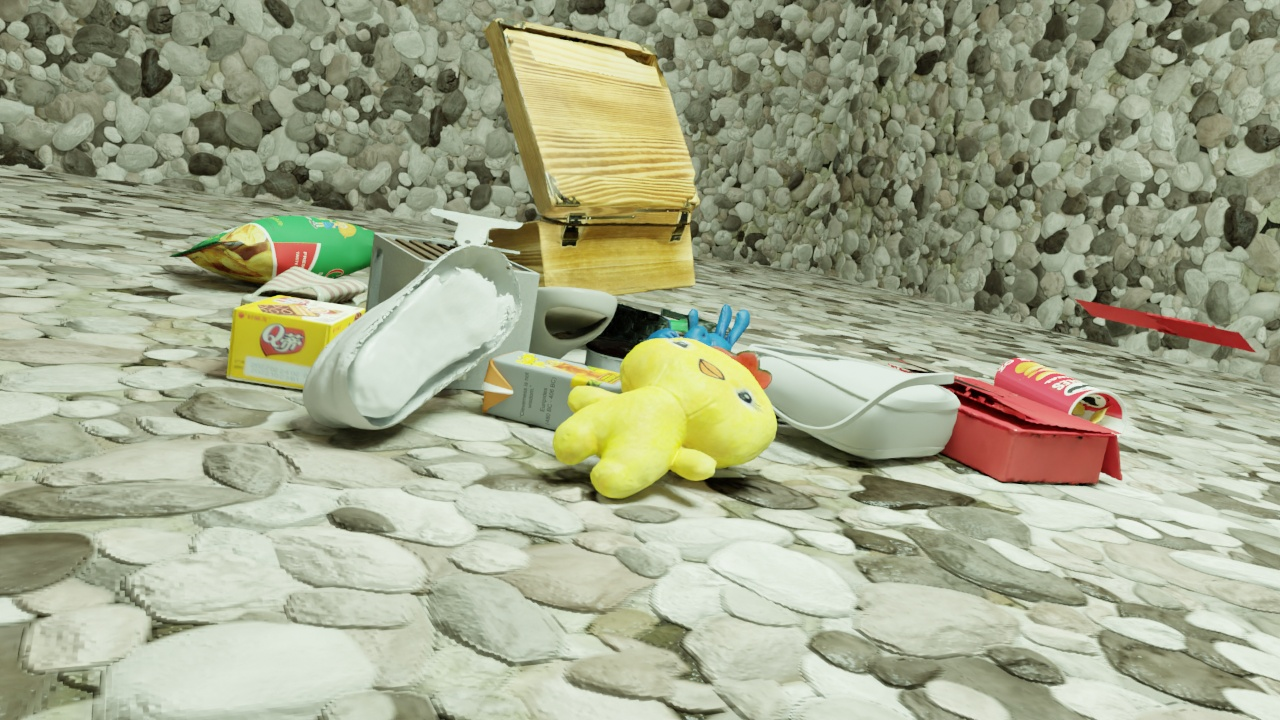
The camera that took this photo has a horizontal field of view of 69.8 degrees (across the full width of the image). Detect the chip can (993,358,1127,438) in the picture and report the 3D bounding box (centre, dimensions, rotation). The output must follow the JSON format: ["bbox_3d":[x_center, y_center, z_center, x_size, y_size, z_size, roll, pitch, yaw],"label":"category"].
[{"bbox_3d":[0.532,0.049,1.181,0.069,0.069,0.220,9,10,-3],"label":"chip can"}]

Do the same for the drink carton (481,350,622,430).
[{"bbox_3d":[-0.066,0.030,0.793,0.125,0.048,0.076,12,11,15],"label":"drink carton"}]

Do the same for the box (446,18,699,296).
[{"bbox_3d":[-0.091,-0.236,1.151,0.287,0.334,0.278,0,6,41],"label":"box"}]

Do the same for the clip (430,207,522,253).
[{"bbox_3d":[-0.181,-0.134,0.997,0.102,0.052,0.058,9,-18,-1],"label":"clip"}]

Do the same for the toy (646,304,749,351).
[{"bbox_3d":[0.078,-0.028,1.197,0.113,0.071,0.175,14,21,32],"label":"toy"}]

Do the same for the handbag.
[{"bbox_3d":[0.182,0.019,0.910,0.215,0.096,0.223,3,18,-42],"label":"handbag"}]

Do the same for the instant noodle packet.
[{"bbox_3d":[-0.463,-0.145,1.221,0.252,0.090,0.196,-5,3,-41],"label":"instant noodle packet"}]

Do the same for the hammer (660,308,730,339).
[{"bbox_3d":[-0.029,-0.057,1.353,0.318,0.032,0.130,2,13,-32],"label":"hammer"}]

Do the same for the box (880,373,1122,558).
[{"bbox_3d":[0.361,0.104,0.968,0.164,0.153,0.214,7,12,-25],"label":"box"}]

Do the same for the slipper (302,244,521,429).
[{"bbox_3d":[-0.172,-0.019,0.739,0.075,0.112,0.246,5,31,25],"label":"slipper"}]

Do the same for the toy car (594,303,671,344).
[{"bbox_3d":[-0.016,-0.048,1.261,0.120,0.056,0.043,15,6,15],"label":"toy car"}]

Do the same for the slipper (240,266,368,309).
[{"bbox_3d":[-0.383,-0.082,1.103,0.115,0.052,0.262,9,10,4],"label":"slipper"}]

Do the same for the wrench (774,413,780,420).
[{"bbox_3d":[0.098,0.051,0.908,0.272,0.022,0.073,2,19,-40],"label":"wrench"}]

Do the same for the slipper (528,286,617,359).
[{"bbox_3d":[-0.118,-0.024,1.010,0.112,0.080,0.266,10,-9,-34],"label":"slipper"}]

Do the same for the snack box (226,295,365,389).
[{"bbox_3d":[-0.297,-0.017,0.802,0.083,0.061,0.105,9,10,-3],"label":"snack box"}]

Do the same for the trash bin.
[{"bbox_3d":[-0.203,-0.055,0.946,0.114,0.114,0.229,4,12,-28],"label":"trash bin"}]

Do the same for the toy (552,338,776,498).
[{"bbox_3d":[0.023,0.045,0.700,0.134,0.092,0.207,38,32,25],"label":"toy"}]

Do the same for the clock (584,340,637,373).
[{"bbox_3d":[-0.006,0.006,1.020,0.122,0.035,0.094,5,12,-30],"label":"clock"}]
